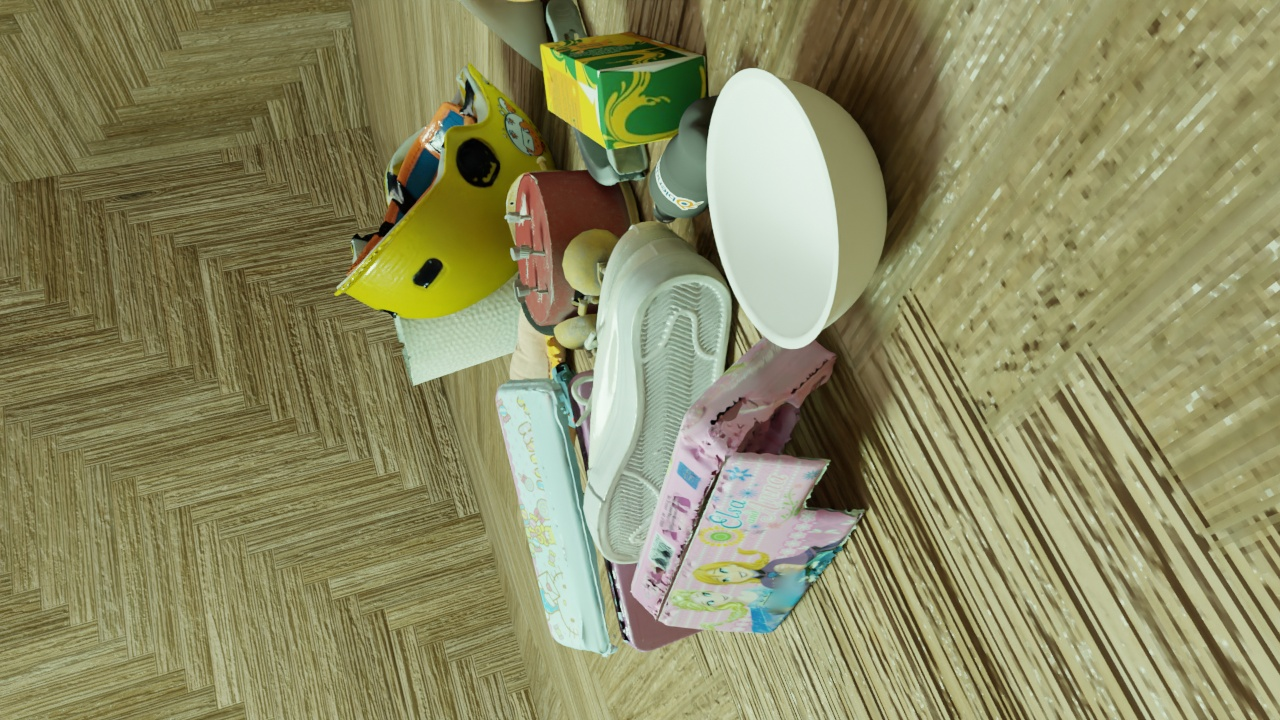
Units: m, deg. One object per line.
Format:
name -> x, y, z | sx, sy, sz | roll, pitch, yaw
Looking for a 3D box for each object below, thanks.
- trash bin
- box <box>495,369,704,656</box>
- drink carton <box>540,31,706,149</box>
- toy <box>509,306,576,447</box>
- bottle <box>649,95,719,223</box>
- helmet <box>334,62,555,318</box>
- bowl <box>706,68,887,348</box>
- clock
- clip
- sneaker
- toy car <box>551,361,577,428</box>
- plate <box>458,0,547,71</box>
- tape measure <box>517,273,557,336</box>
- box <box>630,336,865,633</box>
trash bin -> -0.191, -0.055, 1.026 | 0.133, 0.161, 0.133 | 165, 90, -74
box -> -0.030, 0.111, 0.677 | 0.062, 0.140, 0.214 | -43, -58, -75
drink carton -> -0.013, -0.159, 0.528 | 0.122, 0.058, 0.041 | -130, 30, -57
toy -> -0.087, 0.010, 0.937 | 0.196, 0.065, 0.265 | 58, 150, 26
bottle -> 0.027, -0.099, 0.483 | 0.110, 0.036, 0.036 | 134, 121, -71
helmet -> -0.158, -0.123, 0.818 | 0.210, 0.139, 0.239 | -30, 37, 46
bowl -> 0.068, -0.063, 0.369 | 0.110, 0.040, 0.110 | 166, 90, -74
clock -> -0.052, -0.071, 0.662 | 0.117, 0.081, 0.158 | 103, 153, -45
clip -> -0.036, -0.173, 0.649 | 0.091, 0.027, 0.162 | 105, 148, -56
sneaker -> 0.004, 0.024, 0.591 | 0.090, 0.089, 0.243 | -116, 26, -50
toy car -> -0.054, 0.041, 0.808 | 0.060, 0.027, 0.108 | 63, -174, 21
plate -> -0.122, -0.291, 0.696 | 0.174, 0.036, 0.173 | 41, -167, -12
tape measure -> -0.075, -0.059, 0.810 | 0.072, 0.042, 0.072 | -29, 85, 36
box -> 0.060, 0.088, 0.485 | 0.090, 0.084, 0.231 | 39, 150, 17
